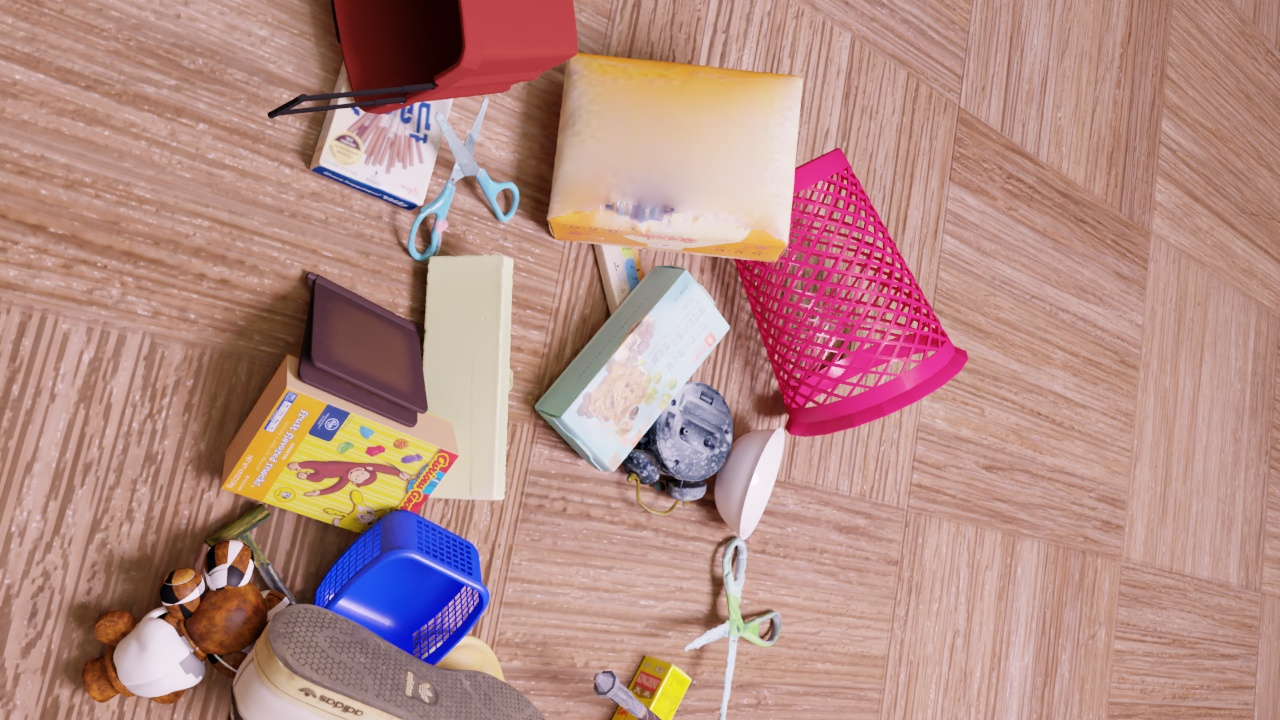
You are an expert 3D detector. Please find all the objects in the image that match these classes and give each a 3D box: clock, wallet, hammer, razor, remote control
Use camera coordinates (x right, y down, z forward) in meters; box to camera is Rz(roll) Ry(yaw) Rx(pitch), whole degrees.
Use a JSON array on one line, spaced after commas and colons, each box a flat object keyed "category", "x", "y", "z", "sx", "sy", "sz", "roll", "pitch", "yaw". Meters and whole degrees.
[{"category": "clock", "x": 0.032, "y": 0.076, "z": 0.824, "sx": 0.090, "sy": 0.052, "sz": 0.129, "roll": 29, "pitch": 71, "yaw": -32}, {"category": "wallet", "x": -0.194, "y": -0.010, "z": 0.642, "sx": 0.091, "sy": 0.115, "sz": 0.018, "roll": 29, "pitch": 113, "yaw": -32}, {"category": "hammer", "x": 0.049, "y": 0.344, "z": 0.796, "sx": 0.322, "sy": 0.044, "sz": 0.098, "roll": 51, "pitch": 61, "yaw": -36}, {"category": "razor", "x": -0.253, "y": 0.154, "z": 0.635, "sx": 0.042, "sy": 0.026, "sz": 0.106, "roll": -37, "pitch": 114, "yaw": -33}, {"category": "remote control", "x": -0.021, "y": -0.096, "z": 0.813, "sx": 0.038, "sy": 0.018, "sz": 0.125, "roll": -17, "pitch": 97, "yaw": -35}]

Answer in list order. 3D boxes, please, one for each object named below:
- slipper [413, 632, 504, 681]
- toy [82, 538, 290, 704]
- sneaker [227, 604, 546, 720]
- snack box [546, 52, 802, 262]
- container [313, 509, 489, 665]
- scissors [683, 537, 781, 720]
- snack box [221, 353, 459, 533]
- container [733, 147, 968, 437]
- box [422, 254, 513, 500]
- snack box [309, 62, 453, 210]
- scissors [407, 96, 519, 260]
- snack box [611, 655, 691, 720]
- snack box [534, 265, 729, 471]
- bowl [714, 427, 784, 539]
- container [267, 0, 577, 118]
[{"category": "slipper", "x": -0.118, "y": 0.337, "z": 0.692, "sx": 0.099, "sy": 0.079, "sz": 0.263, "roll": -13, "pitch": 94, "yaw": -36}, {"category": "toy", "x": -0.288, "y": 0.173, "z": 0.579, "sx": 0.112, "sy": 0.067, "sz": 0.087, "roll": -25, "pitch": 117, "yaw": -4}, {"category": "sneaker", "x": -0.162, "y": 0.254, "z": 0.611, "sx": 0.241, "sy": 0.089, "sz": 0.102, "roll": 36, "pitch": 100, "yaw": -26}, {"category": "snack box", "x": 0.028, "y": -0.166, "z": 0.754, "sx": 0.195, "sy": 0.080, "sz": 0.145, "roll": 6, "pitch": 84, "yaw": 0}, {"category": "container", "x": -0.171, "y": 0.164, "z": 0.645, "sx": 0.096, "sy": 0.058, "sz": 0.114, "roll": 36, "pitch": 107, "yaw": -30}, {"category": "scissors", "x": 0.085, "y": 0.244, "z": 0.858, "sx": 0.171, "sy": 0.023, "sz": 0.168, "roll": 8, "pitch": 78, "yaw": -56}, {"category": "snack box", "x": -0.205, "y": 0.064, "z": 0.632, "sx": 0.125, "sy": 0.040, "sz": 0.088, "roll": 28, "pitch": 109, "yaw": -32}, {"category": "container", "x": 0.176, "y": -0.070, "z": 0.870, "sx": 0.182, "sy": 0.184, "sz": 0.226, "roll": -31, "pitch": 98, "yaw": -33}, {"category": "box", "x": -0.134, "y": 0.014, "z": 0.707, "sx": 0.077, "sy": 0.089, "sz": 0.188, "roll": 2, "pitch": 87, "yaw": -5}, {"category": "snack box", "x": -0.186, "y": -0.197, "z": 0.691, "sx": 0.082, "sy": 0.026, "sz": 0.150, "roll": 21, "pitch": 76, "yaw": -34}, {"category": "scissors", "x": -0.127, "y": -0.136, "z": 0.707, "sx": 0.125, "sy": 0.015, "sz": 0.136, "roll": -5, "pitch": 131, "yaw": -53}, {"category": "snack box", "x": -0.010, "y": 0.331, "z": 0.793, "sx": 0.029, "sy": 0.040, "sz": 0.147, "roll": 44, "pitch": 65, "yaw": -27}, {"category": "snack box", "x": -0.005, "y": 0.005, "z": 0.784, "sx": 0.174, "sy": 0.053, "sz": 0.075, "roll": -49, "pitch": 122, "yaw": -16}, {"category": "bowl", "x": 0.096, "y": 0.109, "z": 0.863, "sx": 0.109, "sy": 0.040, "sz": 0.110, "roll": -51, "pitch": 151, "yaw": -43}, {"category": "container", "x": -0.155, "y": -0.229, "z": 0.606, "sx": 0.200, "sy": 0.148, "sz": 0.127, "roll": -16, "pitch": 99, "yaw": -45}]
